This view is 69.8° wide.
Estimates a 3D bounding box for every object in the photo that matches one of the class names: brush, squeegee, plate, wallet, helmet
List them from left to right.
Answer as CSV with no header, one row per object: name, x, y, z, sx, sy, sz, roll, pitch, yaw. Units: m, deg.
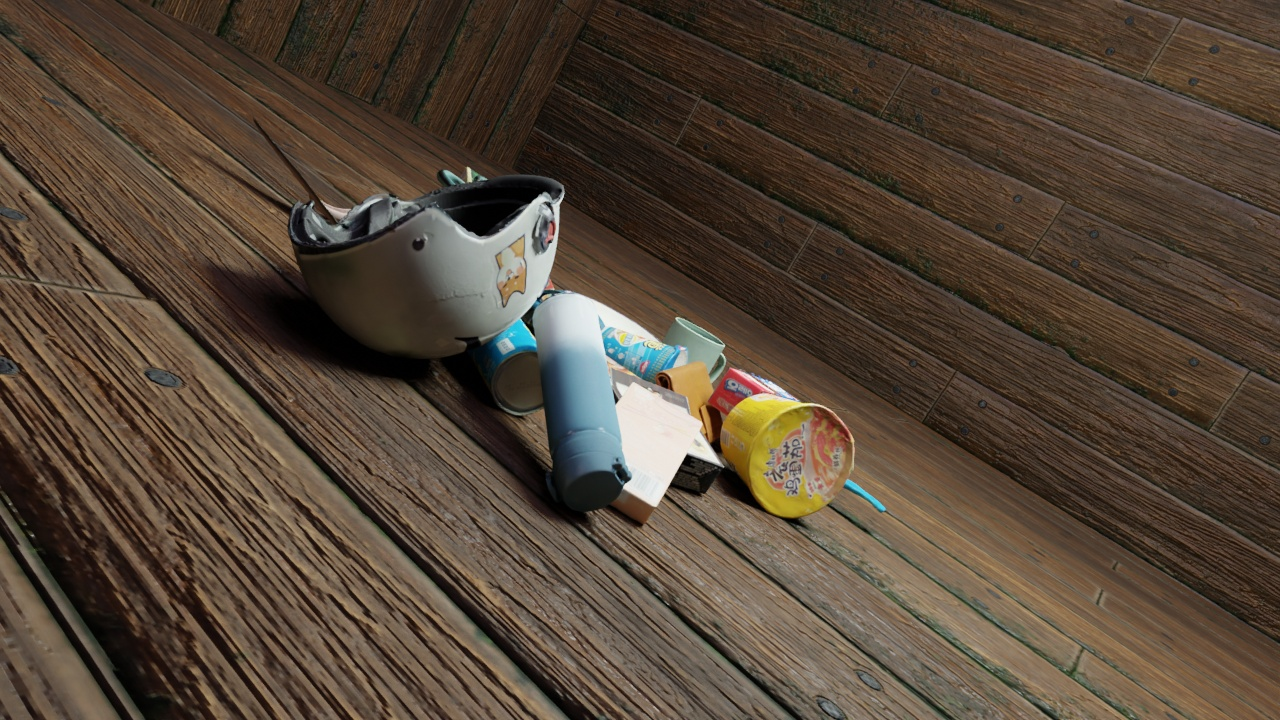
squeegee,-0.406,-0.208,1.289,0.247,0.040,0.249,49,10,14
helmet,-0.191,-0.087,0.887,0.230,0.157,0.273,6,19,30
brush,-0.101,-0.054,1.274,0.144,0.073,0.055,32,6,15
plate,-0.052,-0.050,1.477,0.192,0.039,0.192,28,11,-6
wallet,0.066,0.057,1.163,0.131,0.031,0.108,-12,83,-65
brush,0.217,0.140,1.254,0.255,0.046,0.083,27,5,21

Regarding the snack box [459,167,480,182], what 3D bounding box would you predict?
snack box,-0.252,-0.189,1.315,0.063,0.115,0.240,31,16,-23

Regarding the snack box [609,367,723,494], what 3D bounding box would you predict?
snack box,0.017,0.076,0.992,0.113,0.053,0.125,22,19,-31

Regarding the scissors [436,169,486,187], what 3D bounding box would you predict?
scissors,-0.201,-0.218,1.260,0.170,0.019,0.180,30,16,-18

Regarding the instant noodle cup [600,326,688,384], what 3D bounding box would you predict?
instant noodle cup,-0.007,0.007,1.203,0.110,0.099,0.099,25,8,20

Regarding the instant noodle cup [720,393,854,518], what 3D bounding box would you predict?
instant noodle cup,0.166,0.105,1.097,0.138,0.138,0.110,25,3,-23

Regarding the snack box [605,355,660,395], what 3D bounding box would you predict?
snack box,-0.049,0.024,1.102,0.154,0.026,0.075,34,32,28

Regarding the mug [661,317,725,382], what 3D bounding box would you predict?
mug,0.072,0.007,1.351,0.111,0.106,0.082,21,13,-37

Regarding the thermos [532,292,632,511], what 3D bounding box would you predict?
thermos,-0.057,0.032,0.811,0.070,0.070,0.220,23,35,-30

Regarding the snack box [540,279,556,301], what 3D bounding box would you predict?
snack box,-0.161,-0.120,1.341,0.077,0.027,0.156,37,-20,33

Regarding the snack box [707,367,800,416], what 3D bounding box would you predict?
snack box,0.157,0.055,1.242,0.058,0.057,0.207,35,7,23

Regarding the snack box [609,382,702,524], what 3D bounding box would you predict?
snack box,-0.002,0.083,0.868,0.084,0.026,0.156,30,31,5

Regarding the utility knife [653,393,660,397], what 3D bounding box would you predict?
utility knife,-0.068,0.025,1.043,0.212,0.022,0.030,18,28,-12

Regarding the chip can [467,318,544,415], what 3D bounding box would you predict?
chip can,-0.150,-0.018,0.978,0.071,0.071,0.210,23,13,-31
